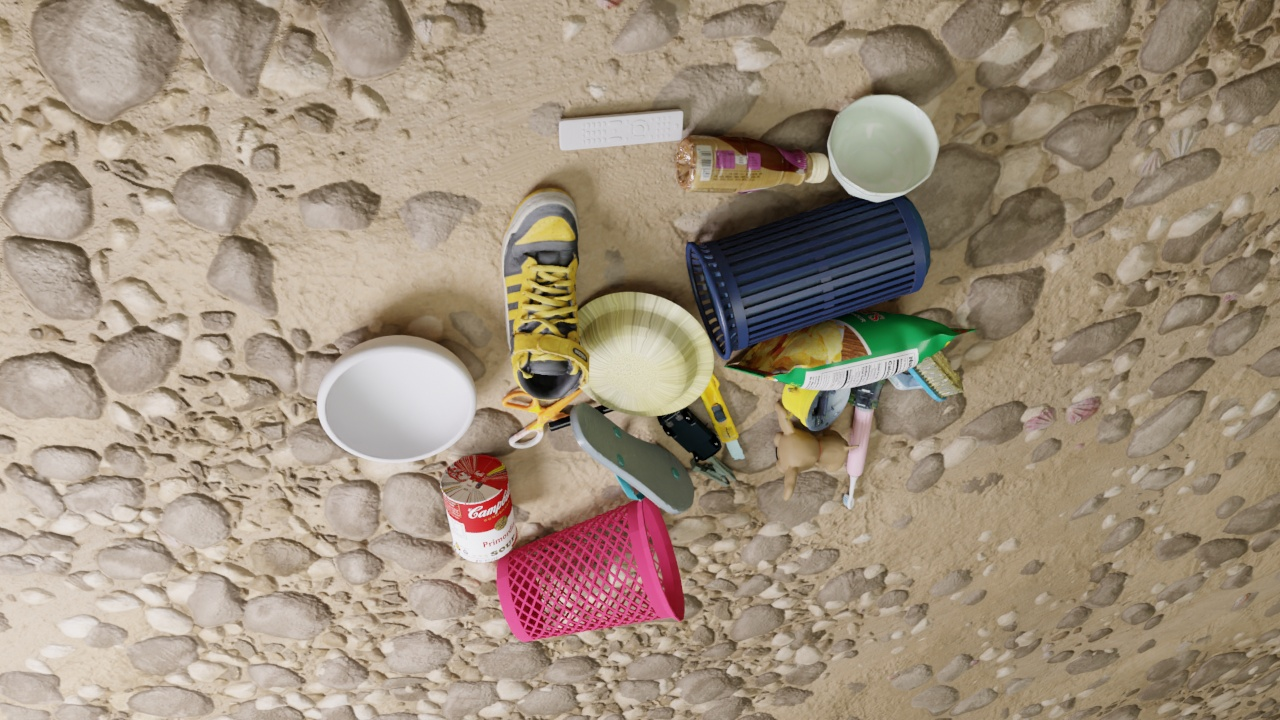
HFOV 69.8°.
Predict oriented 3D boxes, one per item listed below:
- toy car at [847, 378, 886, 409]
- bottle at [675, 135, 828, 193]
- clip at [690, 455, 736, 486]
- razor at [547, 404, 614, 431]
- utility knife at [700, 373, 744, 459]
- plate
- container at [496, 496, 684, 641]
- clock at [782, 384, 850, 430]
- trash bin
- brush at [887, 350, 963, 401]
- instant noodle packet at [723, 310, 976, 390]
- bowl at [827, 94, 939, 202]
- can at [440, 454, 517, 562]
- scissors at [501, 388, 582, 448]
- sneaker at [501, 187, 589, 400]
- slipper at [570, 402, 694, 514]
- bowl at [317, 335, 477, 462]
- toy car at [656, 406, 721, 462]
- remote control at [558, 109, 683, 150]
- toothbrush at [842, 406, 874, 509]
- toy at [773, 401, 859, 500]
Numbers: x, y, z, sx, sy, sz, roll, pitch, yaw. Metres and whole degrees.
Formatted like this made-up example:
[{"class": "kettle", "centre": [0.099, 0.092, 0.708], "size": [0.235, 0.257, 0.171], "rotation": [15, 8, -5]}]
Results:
[{"class": "toy car", "centre": [0.309, 0.032, 1.246], "size": [0.042, 0.036, 0.091], "rotation": [13, 148, 12]}, {"class": "bottle", "centre": [0.123, -0.210, 0.989], "size": [0.166, 0.059, 0.060], "rotation": [-2, 129, -18]}, {"class": "clip", "centre": [0.112, 0.150, 1.306], "size": [0.078, 0.023, 0.051], "rotation": [21, 121, -27]}, {"class": "razor", "centre": [-0.050, 0.062, 1.178], "size": [0.144, 0.022, 0.043], "rotation": [-22, 130, -5]}, {"class": "utility knife", "centre": [0.111, 0.077, 1.253], "size": [0.030, 0.017, 0.191], "rotation": [-18, 135, 10]}, {"class": "plate", "centre": [-0.006, 0.007, 1.098], "size": [0.184, 0.036, 0.185], "rotation": [6, 127, 7]}, {"class": "container", "centre": [-0.074, 0.303, 1.289], "size": [0.226, 0.183, 0.183], "rotation": [-18, 131, 8]}, {"class": "clock", "centre": [0.244, 0.042, 1.225], "size": [0.118, 0.057, 0.083], "rotation": [-25, 133, -28]}, {"class": "trash bin", "centre": [0.191, -0.105, 1.046], "size": [0.249, 0.139, 0.139], "rotation": [-18, 131, -4]}, {"class": "brush", "centre": [0.383, 0.016, 1.258], "size": [0.075, 0.055, 0.136], "rotation": [-23, 135, 32]}, {"class": "instant noodle packet", "centre": [0.245, -0.014, 1.119], "size": [0.252, 0.195, 0.090], "rotation": [-12, 95, -7]}, {"class": "bowl", "centre": [0.258, -0.223, 0.998], "size": [0.117, 0.117, 0.061], "rotation": [-18, 169, -2]}, {"class": "can", "centre": [-0.210, 0.195, 1.204], "size": [0.086, 0.086, 0.117], "rotation": [-9, 130, -9]}, {"class": "scissors", "centre": [-0.126, 0.074, 1.179], "size": [0.125, 0.011, 0.128], "rotation": [14, 123, -29]}, {"class": "sneaker", "centre": [-0.102, -0.059, 1.005], "size": [0.086, 0.122, 0.239], "rotation": [-5, 130, -15]}, {"class": "slipper", "centre": [-0.015, 0.143, 1.198], "size": [0.055, 0.098, 0.268], "rotation": [-31, 140, 20]}, {"class": "bowl", "centre": [-0.281, 0.035, 1.065], "size": [0.176, 0.066, 0.177], "rotation": [-8, 130, -10]}, {"class": "toy car", "centre": [0.066, 0.096, 1.239], "size": [0.046, 0.034, 0.112], "rotation": [-36, 128, 13]}, {"class": "remote control", "centre": [-0.020, -0.240, 0.952], "size": [0.131, 0.012, 0.033], "rotation": [-8, 132, -10]}, {"class": "toothbrush", "centre": [0.320, 0.143, 1.359], "size": [0.027, 0.026, 0.223], "rotation": [-24, 135, -24]}, {"class": "toy", "centre": [0.236, 0.125, 1.280], "size": [0.108, 0.134, 0.106], "rotation": [-1, 170, -18]}]
